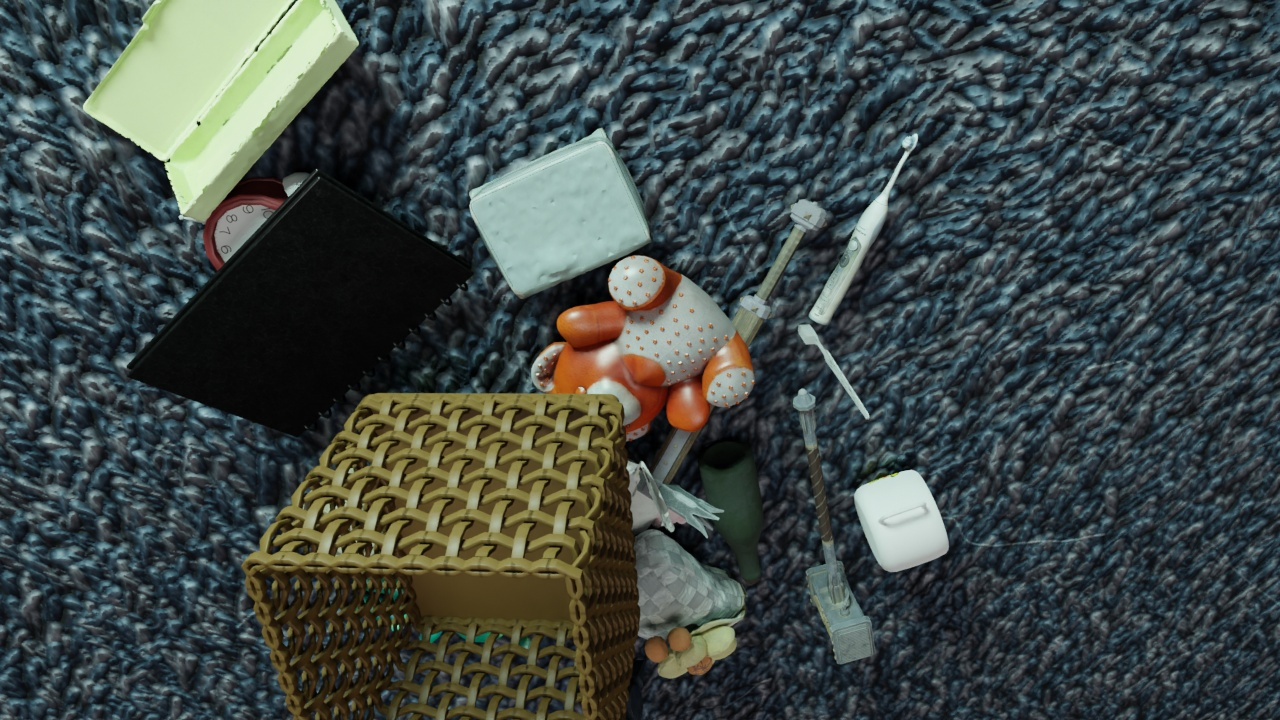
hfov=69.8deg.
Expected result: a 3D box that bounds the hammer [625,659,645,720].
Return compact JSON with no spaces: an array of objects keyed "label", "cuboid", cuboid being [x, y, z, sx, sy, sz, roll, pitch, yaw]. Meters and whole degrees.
[{"label":"hammer","cuboid":[-0.065,0.253,0.950,0.040,0.129,0.322,-14,112,18]}]

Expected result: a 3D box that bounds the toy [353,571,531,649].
[{"label":"toy","cuboid":[-0.199,0.253,0.938,0.193,0.072,0.131,8,119,-3]}]

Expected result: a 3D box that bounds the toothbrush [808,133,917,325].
[{"label":"toothbrush","cuboid":[0.200,-0.114,0.814,0.024,0.022,0.186,5,122,-33]}]

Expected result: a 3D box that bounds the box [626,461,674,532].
[{"label":"box","cuboid":[-0.034,0.116,0.841,0.160,0.091,0.081,29,147,20]}]

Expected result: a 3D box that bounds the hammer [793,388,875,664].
[{"label":"hammer","cuboid":[0.185,0.161,0.926,0.044,0.098,0.322,-16,121,0]}]

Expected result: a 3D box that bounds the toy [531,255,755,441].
[{"label":"toy","cuboid":[-0.005,0.005,0.802,0.173,0.092,0.164,-39,113,25]}]

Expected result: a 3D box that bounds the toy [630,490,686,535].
[{"label":"toy","cuboid":[-0.011,0.146,0.921,0.125,0.037,0.076,0,116,-15]}]

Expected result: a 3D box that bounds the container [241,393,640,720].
[{"label":"container","cuboid":[-0.125,0.184,0.712,0.220,0.213,0.252,0,118,7]}]

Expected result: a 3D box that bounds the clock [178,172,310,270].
[{"label":"clock","cuboid":[-0.288,-0.101,0.729,0.124,0.044,0.087,-11,121,-2]}]

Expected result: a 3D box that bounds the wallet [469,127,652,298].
[{"label":"wallet","cuboid":[-0.065,-0.119,0.751,0.132,0.054,0.100,-23,110,5]}]

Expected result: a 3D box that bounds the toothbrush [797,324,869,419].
[{"label":"toothbrush","cuboid":[0.162,0.007,0.785,0.010,0.181,0.010,-3,115,-4]}]

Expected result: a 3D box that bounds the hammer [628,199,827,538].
[{"label":"hammer","cuboid":[0.076,-0.005,0.838,0.147,0.028,0.317,31,107,10]}]

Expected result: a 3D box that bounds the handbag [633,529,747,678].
[{"label":"handbag","cuboid":[0.029,0.255,0.936,0.113,0.123,0.171,-33,134,15]}]

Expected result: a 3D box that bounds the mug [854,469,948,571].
[{"label":"mug","cuboid":[0.264,0.162,0.934,0.068,0.094,0.115,-20,158,4]}]

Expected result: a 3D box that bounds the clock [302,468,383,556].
[{"label":"clock","cuboid":[-0.272,0.156,0.870,0.093,0.054,0.141,41,121,0]}]

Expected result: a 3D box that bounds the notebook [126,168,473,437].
[{"label":"notebook","cuboid":[-0.269,-0.033,0.749,0.232,0.019,0.169,-40,141,15]}]

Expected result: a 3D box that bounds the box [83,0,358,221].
[{"label":"box","cuboid":[-0.300,-0.207,0.668,0.133,0.061,0.188,45,105,-5]}]

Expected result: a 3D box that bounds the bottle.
[{"label":"bottle","cuboid":[0.101,0.164,0.940,0.055,0.055,0.174,-15,122,0]}]
